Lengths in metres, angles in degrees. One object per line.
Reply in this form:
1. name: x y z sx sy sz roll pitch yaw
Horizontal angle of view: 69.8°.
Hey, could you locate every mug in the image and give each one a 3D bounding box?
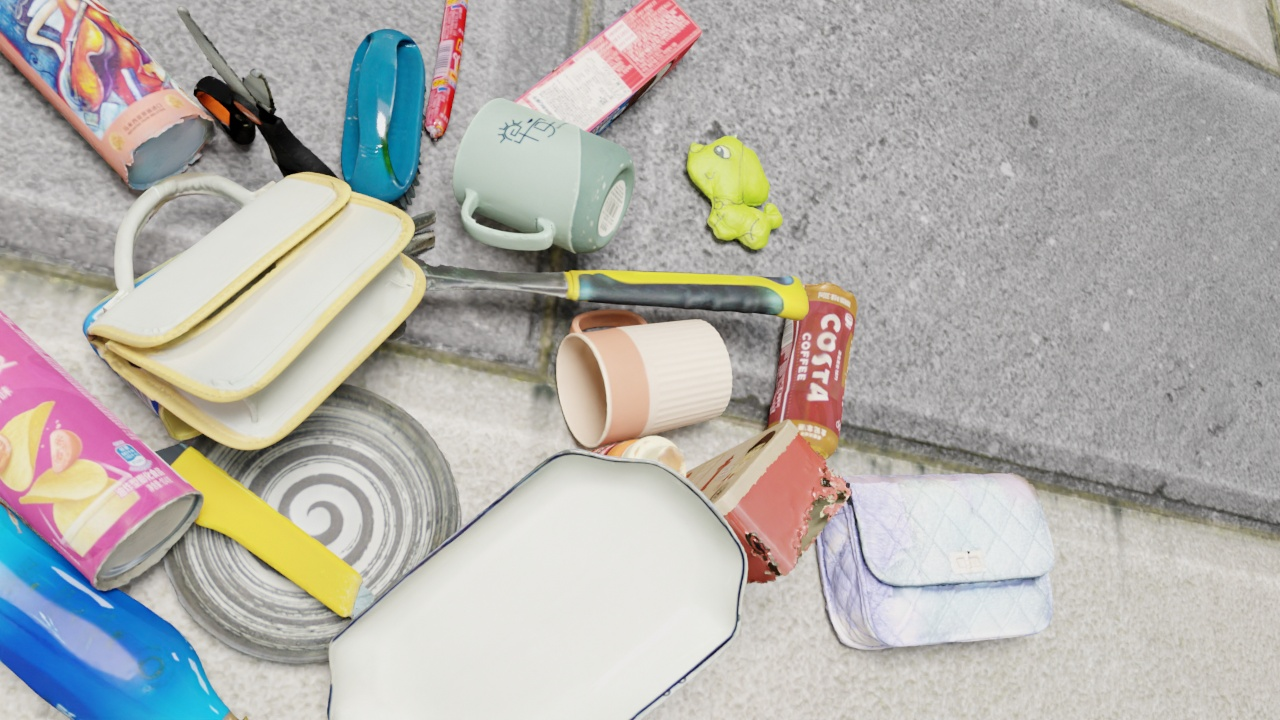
1. mug: -0.004 0.004 0.684 0.105 0.082 0.114 -9 46 -29
2. mug: -0.071 -0.118 0.639 0.106 0.082 0.111 24 56 11

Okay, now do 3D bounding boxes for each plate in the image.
1. plate: -0.062 0.160 0.547 0.266 0.034 0.162 -41 102 8
2. plate: -0.205 0.101 0.584 0.179 0.024 0.179 8 68 -20

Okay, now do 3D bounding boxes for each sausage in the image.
1. sausage: -0.153 -0.240 0.730 0.020 0.020 0.155 12 68 -20

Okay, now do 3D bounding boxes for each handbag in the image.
1. handbag: -0.237 -0.053 0.530 0.179 0.063 0.162 27 54 13
2. handbag: 0.240 0.157 0.734 0.193 0.076 0.134 2 71 -25

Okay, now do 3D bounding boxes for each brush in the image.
1. brush: -0.186 -0.180 0.663 0.055 0.074 0.143 2 71 -6

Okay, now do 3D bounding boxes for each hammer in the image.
1. hammer: -0.034 -0.056 0.662 0.323 0.032 0.126 2 39 -17

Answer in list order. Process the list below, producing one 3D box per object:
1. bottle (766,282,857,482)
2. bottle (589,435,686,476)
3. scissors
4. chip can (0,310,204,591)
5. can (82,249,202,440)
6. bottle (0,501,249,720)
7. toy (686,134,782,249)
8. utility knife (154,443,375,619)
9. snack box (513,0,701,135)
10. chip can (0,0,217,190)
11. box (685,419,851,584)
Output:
1. bottle: 0.137 0.023 0.746 0.057 0.058 0.174 21 65 -16
2. bottle: -0.010 0.082 0.605 0.066 0.150 0.066 8 68 -21
3. scissors: -0.243 -0.153 0.558 0.198 0.227 0.021 32 78 22
4. chip can: -0.341 0.030 0.501 0.210 0.072 0.071 41 60 4
5. can: -0.272 -0.015 0.565 0.083 0.057 0.101 40 58 15
6. bottle: -0.301 0.154 0.497 0.218 0.065 0.065 39 61 -7
7. toy: 0.083 -0.148 0.798 0.096 0.031 0.100 14 71 -19
8. utility knife: -0.226 0.106 0.550 0.167 0.015 0.033 39 68 -6
9. snack box: -0.035 -0.228 0.759 0.058 0.057 0.207 46 60 -6
10. chip can: -0.376 -0.211 0.591 0.214 0.071 0.071 48 60 -3
11. box: 0.064 0.111 0.617 0.077 0.169 0.091 48 60 -1
